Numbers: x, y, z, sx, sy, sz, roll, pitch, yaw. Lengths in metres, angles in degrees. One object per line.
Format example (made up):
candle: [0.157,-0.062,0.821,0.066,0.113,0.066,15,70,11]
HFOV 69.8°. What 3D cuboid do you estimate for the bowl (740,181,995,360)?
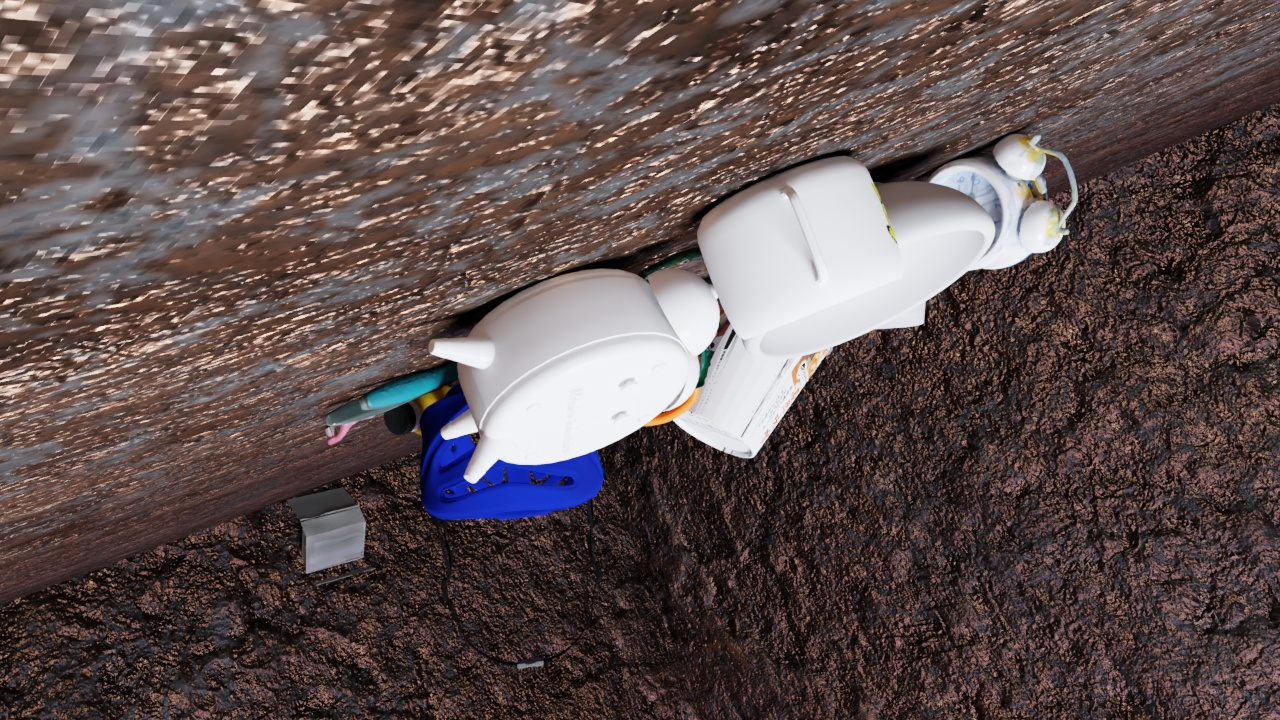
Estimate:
bowl: [0.140,-0.069,0.614,0.176,0.066,0.177,-21,163,-7]

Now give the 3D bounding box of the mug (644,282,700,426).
mug: [-0.004,0.004,0.708,0.096,0.113,0.077,-22,-152,14]

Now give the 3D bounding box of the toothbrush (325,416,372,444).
toothbrush: [-0.251,0.053,0.799,0.021,0.016,0.135,-21,176,-39]

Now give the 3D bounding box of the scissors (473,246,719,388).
scissors: [-0.010,-0.035,0.582,0.209,0.015,0.137,5,126,-41]

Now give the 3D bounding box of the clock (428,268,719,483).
clock: [-0.032,0.012,0.522,0.160,0.072,0.126,-18,154,-17]

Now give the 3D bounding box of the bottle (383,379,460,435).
bottle: [-0.167,0.037,0.818,0.043,0.043,0.143,-22,178,30]

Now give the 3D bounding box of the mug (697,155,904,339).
mug: [0.080,-0.058,0.462,0.094,0.068,0.115,-22,178,6]

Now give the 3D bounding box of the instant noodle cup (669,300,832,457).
instant noodle cup: [0.091,0.014,0.828,0.121,0.123,0.124,-61,-170,-15]

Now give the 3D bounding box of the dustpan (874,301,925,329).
dustpan: [0.172,-0.068,0.924,0.191,0.053,0.258,5,178,-18]

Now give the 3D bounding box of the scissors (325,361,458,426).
scissors: [-0.171,0.021,0.697,0.154,0.019,0.126,-23,-179,-6]

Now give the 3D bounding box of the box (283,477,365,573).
box: [-0.906,0.447,2.621,0.166,0.231,0.169,-12,137,-32]

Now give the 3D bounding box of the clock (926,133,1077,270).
clock: [0.262,-0.114,0.674,0.051,0.089,0.126,-13,175,-35]

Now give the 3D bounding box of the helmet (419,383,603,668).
helmet: [-0.101,0.126,0.740,0.147,0.227,0.242,-6,160,-5]
